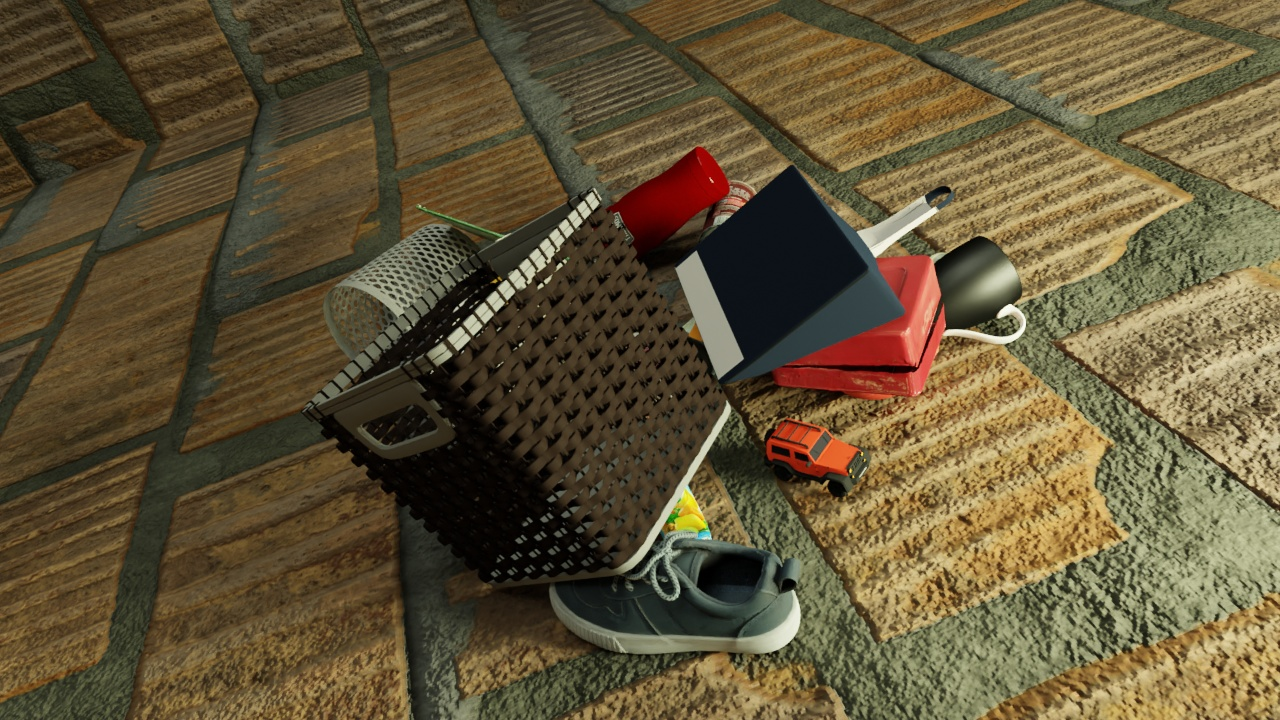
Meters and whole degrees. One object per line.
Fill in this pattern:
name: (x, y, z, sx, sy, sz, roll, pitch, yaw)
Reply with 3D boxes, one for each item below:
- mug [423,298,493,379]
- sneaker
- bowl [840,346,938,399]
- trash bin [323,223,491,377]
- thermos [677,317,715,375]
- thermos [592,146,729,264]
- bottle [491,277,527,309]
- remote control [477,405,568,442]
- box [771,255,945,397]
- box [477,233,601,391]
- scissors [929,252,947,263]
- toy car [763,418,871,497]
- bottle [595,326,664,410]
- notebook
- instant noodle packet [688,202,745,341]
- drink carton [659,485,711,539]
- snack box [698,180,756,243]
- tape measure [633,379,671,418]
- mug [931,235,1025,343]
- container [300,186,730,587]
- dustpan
mug: (-0.216, -0.026, 1.154, 0.091, 0.121, 0.089, 19, 46, 16)
sneaker: (0.021, 0.188, 0.774, 0.236, 0.087, 0.089, -2, 37, 22)
bowl: (0.248, 0.000, 0.967, 0.130, 0.045, 0.130, -13, 35, 9)
trash bin: (-0.306, -0.083, 1.248, 0.157, 0.156, 0.182, 6, 39, 31)
thermos: (0.133, -0.070, 1.102, 0.068, 0.068, 0.229, 19, 49, 42)
thermos: (0.026, -0.209, 1.278, 0.199, 0.084, 0.107, -32, -5, 25)
bottle: (-0.152, -0.071, 1.177, 0.043, 0.144, 0.043, -3, 73, 10)
remote control: (-0.147, 0.071, 1.076, 0.150, 0.022, 0.047, 14, 47, 41)
box: (0.213, -0.035, 0.920, 0.158, 0.087, 0.128, 3, 45, 29)
box: (-0.121, -0.045, 1.069, 0.143, 0.187, 0.105, -33, 33, -9)
scissors: (0.309, -0.088, 1.091, 0.171, 0.012, 0.157, -31, 35, -17)
toy car: (0.167, 0.090, 0.878, 0.100, 0.049, 0.051, 13, 46, 37)
bottle: (-0.006, 0.006, 1.068, 0.056, 0.056, 0.105, 8, 43, 33)
notebook: (-0.148, -0.148, 1.219, 0.253, 0.010, 0.181, 21, 3, 19)
instant noodle packet: (0.164, -0.081, 1.054, 0.160, 0.032, 0.220, 21, 56, 5)
drink carton: (0.032, 0.143, 0.875, 0.044, 0.039, 0.128, -22, 34, -5)
snack box: (0.122, -0.188, 1.265, 0.072, 0.072, 0.121, -5, 38, 19)
tape measure: (0.021, 0.039, 1.010, 0.038, 0.058, 0.058, 4, 80, 28)
mug: (0.353, -0.061, 0.987, 0.100, 0.085, 0.119, -32, 65, 0)
container: (-0.100, 0.038, 0.842, 0.248, 0.243, 0.244, -19, 26, 44)
dustpan: (0.182, -0.104, 0.925, 0.274, 0.080, 0.236, -40, 32, 17)
